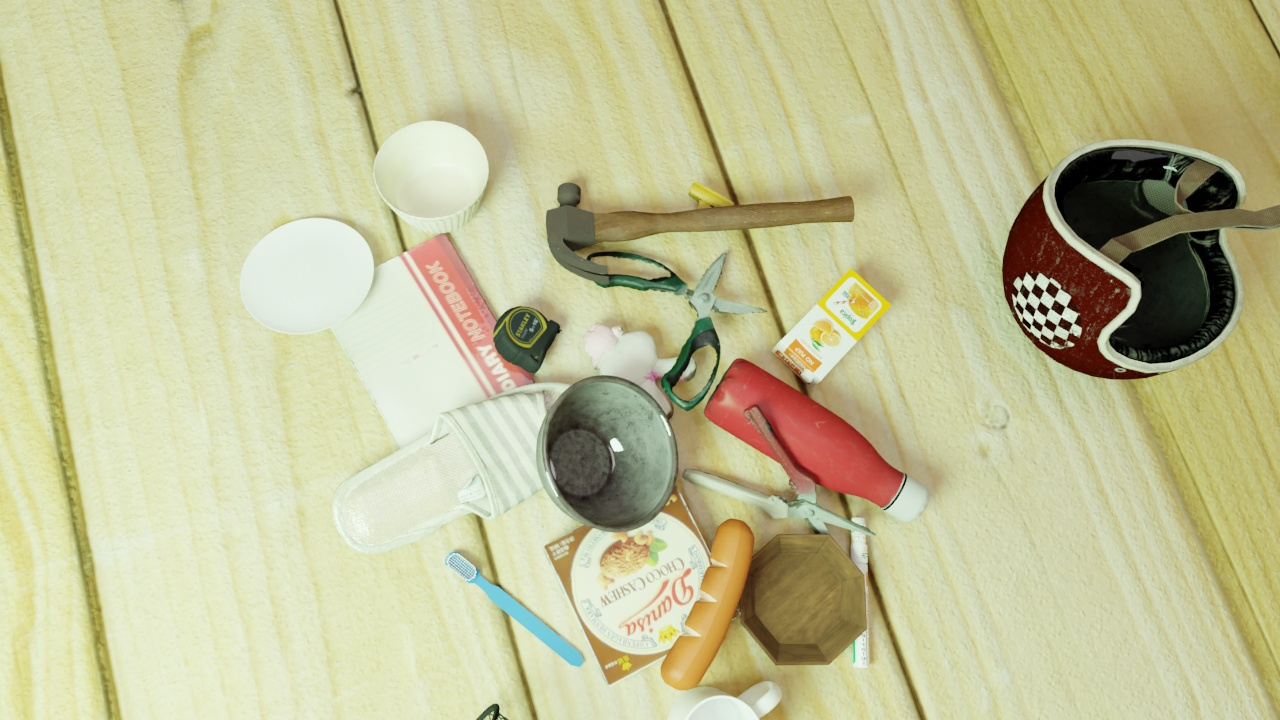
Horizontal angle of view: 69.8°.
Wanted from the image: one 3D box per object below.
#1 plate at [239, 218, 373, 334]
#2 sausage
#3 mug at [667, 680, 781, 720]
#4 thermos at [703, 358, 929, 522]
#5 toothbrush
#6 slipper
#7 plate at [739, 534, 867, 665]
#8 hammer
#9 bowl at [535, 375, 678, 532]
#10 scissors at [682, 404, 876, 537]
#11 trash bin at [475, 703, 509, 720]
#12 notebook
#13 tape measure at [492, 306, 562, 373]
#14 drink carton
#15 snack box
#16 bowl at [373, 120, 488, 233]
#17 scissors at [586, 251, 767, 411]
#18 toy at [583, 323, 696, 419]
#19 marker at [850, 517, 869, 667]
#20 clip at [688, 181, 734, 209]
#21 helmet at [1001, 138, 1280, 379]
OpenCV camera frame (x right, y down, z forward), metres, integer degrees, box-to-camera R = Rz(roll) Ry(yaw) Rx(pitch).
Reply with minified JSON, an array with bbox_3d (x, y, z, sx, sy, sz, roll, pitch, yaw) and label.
[{"bbox_3d":[-0.339,-0.085,0.938,0.134,0.011,0.134,0,66,0],"label":"plate"},{"bbox_3d":[0.066,0.226,0.850,0.044,0.039,0.164,25,73,-3],"label":"sausage"},{"bbox_3d":[0.082,0.331,0.842,0.110,0.091,0.074,-31,81,-13],"label":"mug"},{"bbox_3d":[0.181,0.087,0.924,0.240,0.073,0.073,31,74,2],"label":"thermos"},{"bbox_3d":[-0.121,0.240,0.884,0.166,0.014,0.016,38,75,4],"label":"toothbrush"},{"bbox_3d":[-0.166,0.103,0.890,0.272,0.054,0.114,-23,83,-13],"label":"slipper"},{"bbox_3d":[0.157,0.234,0.905,0.131,0.025,0.131,1,78,-3],"label":"plate"},{"bbox_3d":[0.062,-0.146,0.967,0.323,0.033,0.115,-5,62,0],"label":"hammer"},{"bbox_3d":[-0.042,0.092,0.866,0.144,0.067,0.144,10,71,-31],"label":"bowl"},{"bbox_3d":[0.132,0.126,0.912,0.180,0.015,0.199,-7,116,23],"label":"scissors"},{"bbox_3d":[-0.090,0.428,0.761,0.210,0.184,0.183,36,75,-2],"label":"trash bin"},{"bbox_3d":[-0.216,-0.013,0.940,0.153,0.012,0.208,-31,81,-13],"label":"notebook"},{"bbox_3d":[-0.120,-0.024,0.934,0.061,0.034,0.061,35,52,-11],"label":"tape measure"},{"bbox_3d":[0.200,-0.032,0.974,0.058,0.040,0.122,44,76,6],"label":"drink carton"},{"bbox_3d":[0.000,0.214,0.889,0.143,0.041,0.147,-24,79,-12],"label":"snack box"},{"bbox_3d":[-0.213,-0.183,0.955,0.115,0.063,0.115,1,70,-4],"label":"bowl"},{"bbox_3d":[0.024,-0.051,0.950,0.205,0.015,0.201,19,57,9],"label":"scissors"},{"bbox_3d":[-0.006,0.006,0.945,0.122,0.038,0.079,35,83,1],"label":"toy"},{"bbox_3d":[0.220,0.231,0.920,0.017,0.017,0.145,3,75,-5],"label":"marker"},{"bbox_3d":[0.072,-0.167,1.003,0.054,0.046,0.048,31,50,1],"label":"clip"},{"bbox_3d":[0.494,-0.105,0.911,0.233,0.254,0.234,-38,58,-19],"label":"helmet"}]
